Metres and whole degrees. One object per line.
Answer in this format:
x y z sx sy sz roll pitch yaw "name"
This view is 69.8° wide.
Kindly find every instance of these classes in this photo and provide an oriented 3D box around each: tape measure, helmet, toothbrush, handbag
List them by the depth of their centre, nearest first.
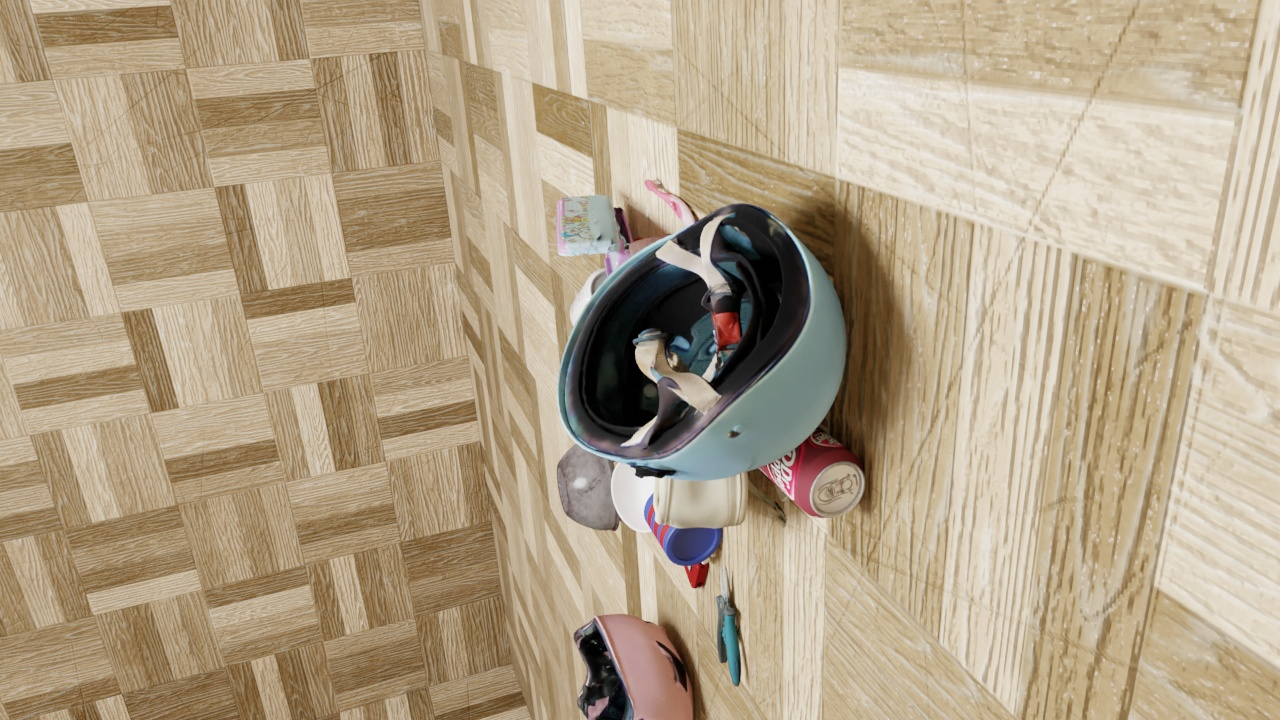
0.055 0.004 0.775 0.266 0.166 0.225 -12 54 39 "helmet"
0.080 0.090 0.961 0.229 0.132 0.183 103 170 -73 "handbag"
0.037 -0.181 1.053 0.135 0.016 0.022 -126 30 -49 "toothbrush"
0.069 0.269 1.217 0.059 0.019 0.051 96 156 -44 "tape measure"
-0.004 0.491 1.363 0.230 0.152 0.256 -134 38 -65 "helmet"

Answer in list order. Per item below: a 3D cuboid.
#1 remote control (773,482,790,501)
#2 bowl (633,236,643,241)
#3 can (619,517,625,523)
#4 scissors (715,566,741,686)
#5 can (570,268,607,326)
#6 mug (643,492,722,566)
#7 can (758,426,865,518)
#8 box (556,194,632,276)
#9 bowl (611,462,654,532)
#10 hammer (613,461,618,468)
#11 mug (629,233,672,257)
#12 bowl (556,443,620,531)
0.129 0.071 0.920 0.050 0.011 0.135 113 142 -61 "remote control"
0.022 -0.091 1.116 0.122 0.035 0.122 168 90 -73 "bowl"
-0.004 0.198 1.325 0.076 0.067 0.067 118 137 -65 "can"
0.108 0.332 1.135 0.121 0.019 0.150 109 151 -64 "scissors"
-0.057 -0.080 1.315 0.132 0.070 0.070 137 120 -70 "can"
0.060 0.216 1.148 0.112 0.075 0.076 60 175 -34 "mug"
0.143 0.088 0.801 0.114 0.063 0.063 -136 38 -61 "can"
-0.061 -0.140 1.140 0.214 0.092 0.090 -102 15 -64 "box"
0.014 0.176 1.243 0.105 0.054 0.105 5 97 43 "bowl"
-0.026 0.117 1.430 0.332 0.030 0.119 102 153 -57 "hammer"
0.050 -0.082 0.973 0.123 0.096 0.110 -7 99 37 "mug"
-0.081 0.181 1.335 0.145 0.067 0.145 171 91 -75 "bowl"
